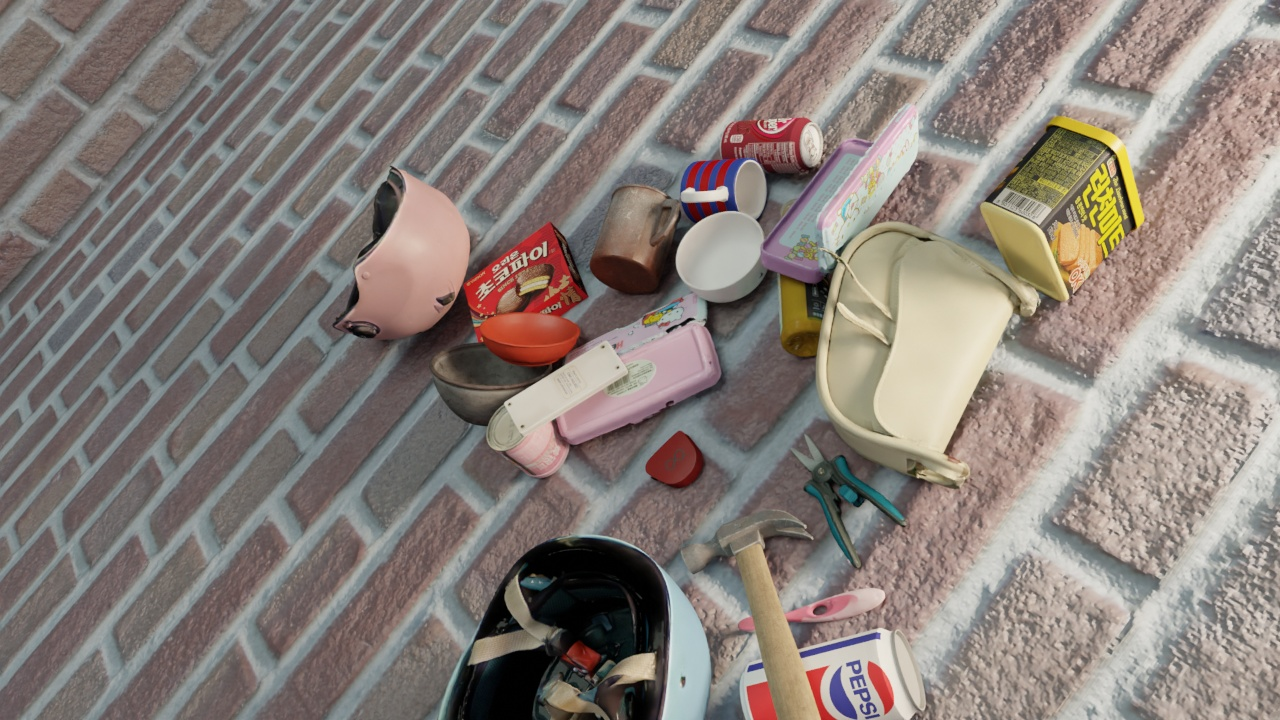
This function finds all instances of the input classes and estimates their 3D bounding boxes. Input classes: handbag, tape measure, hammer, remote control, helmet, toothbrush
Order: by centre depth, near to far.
[{"bbox_3d":[0.107,0.226,0.736,0.119,0.031,0.330,-29,22,9],"label":"hammer"},{"bbox_3d":[-0.046,0.295,0.784,0.226,0.167,0.265,26,75,46],"label":"helmet"},{"bbox_3d":[0.149,0.221,0.805,0.135,0.016,0.021,-19,51,21],"label":"toothbrush"},{"bbox_3d":[0.242,-0.021,0.835,0.184,0.132,0.228,18,74,36],"label":"handbag"},{"bbox_3d":[0.037,0.110,0.959,0.059,0.019,0.051,-46,47,10],"label":"tape measure"},{"bbox_3d":[-0.083,0.031,1.012,0.135,0.011,0.050,-32,52,-5],"label":"remote control"},{"bbox_3d":[-0.327,-0.133,1.286,0.256,0.152,0.229,-46,32,45],"label":"helmet"}]

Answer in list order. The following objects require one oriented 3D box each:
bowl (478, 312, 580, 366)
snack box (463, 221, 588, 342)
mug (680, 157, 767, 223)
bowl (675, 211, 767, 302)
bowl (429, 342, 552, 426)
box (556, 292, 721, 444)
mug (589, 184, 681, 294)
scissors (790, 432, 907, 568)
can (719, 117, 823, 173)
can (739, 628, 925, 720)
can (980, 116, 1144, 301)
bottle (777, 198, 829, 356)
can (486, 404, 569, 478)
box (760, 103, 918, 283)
[{"bbox_3d":[-0.135,-0.023,1.118,0.122,0.121,0.035,26,120,44],"label":"bowl"},{"bbox_3d":[-0.157,-0.094,1.229,0.152,0.036,0.132,-34,46,12],"label":"snack box"},{"bbox_3d":[0.088,-0.196,1.077,0.076,0.111,0.075,6,107,38],"label":"mug"},{"bbox_3d":[0.098,-0.112,1.040,0.105,0.054,0.104,-13,58,22],"label":"bowl"},{"bbox_3d":[-0.181,0.034,1.110,0.145,0.144,0.067,26,121,44],"label":"bowl"},{"bbox_3d":[-0.011,0.001,1.045,0.202,0.059,0.155,-25,48,19],"label":"box"},{"bbox_3d":[0.003,-0.149,1.107,0.123,0.096,0.110,-18,53,54],"label":"mug"},{"bbox_3d":[0.186,0.126,0.841,0.151,0.019,0.120,4,66,43],"label":"scissors"},{"bbox_3d":[0.155,-0.256,1.098,0.114,0.063,0.063,9,66,39],"label":"can"},{"bbox_3d":[0.152,0.262,0.734,0.132,0.070,0.070,-23,49,22],"label":"can"},{"bbox_3d":[0.371,-0.130,0.809,0.101,0.130,0.072,-48,45,1],"label":"can"},{"bbox_3d":[0.173,-0.094,0.979,0.053,0.053,0.185,-16,52,26],"label":"bottle"},{"bbox_3d":[-0.128,0.091,1.051,0.067,0.076,0.067,-19,50,24],"label":"can"},{"bbox_3d":[0.207,-0.182,0.946,0.090,0.093,0.213,24,58,26],"label":"box"}]
